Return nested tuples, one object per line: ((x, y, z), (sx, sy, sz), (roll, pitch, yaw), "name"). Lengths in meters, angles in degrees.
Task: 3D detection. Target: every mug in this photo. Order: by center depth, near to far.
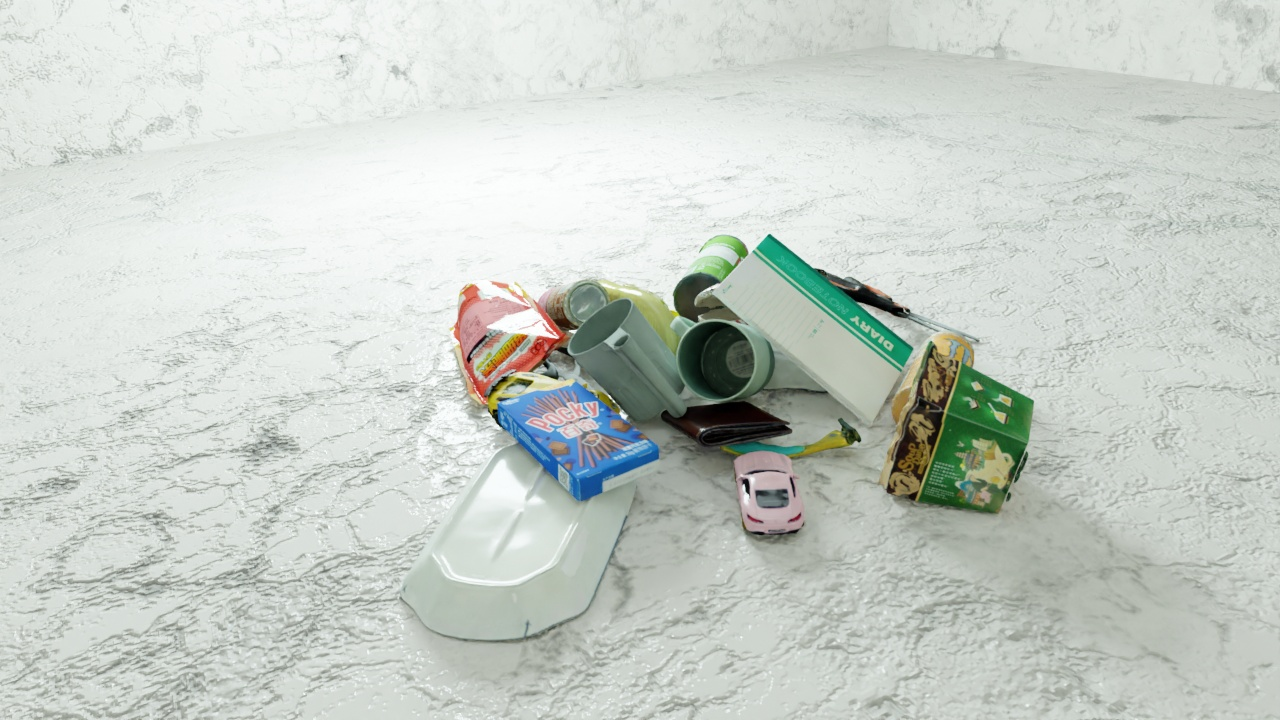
((-0.006, 0.005, 0.932), (0.083, 0.103, 0.124), (-42, 24, -4), "mug")
((0.082, -0.008, 0.962), (0.112, 0.082, 0.106), (39, 13, 16), "mug")

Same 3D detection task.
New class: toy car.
((0.112, 0.112, 0.810), (0.056, 0.037, 0.122), (-2, 25, 1), "toy car")
((-0.090, 0.047, 0.951), (0.156, 0.041, 0.071), (15, 43, 31), "toy car")

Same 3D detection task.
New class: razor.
((0.142, 0.079, 0.880), (0.132, 0.028, 0.043), (-7, 15, -5), "razor")

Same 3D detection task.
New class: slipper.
((0.002, -0.052, 1.107), (0.081, 0.092, 0.191), (-14, 24, -27), "slipper")

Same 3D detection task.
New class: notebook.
((0.189, -0.040, 0.981), (0.209, 0.012, 0.150), (40, 45, 4), "notebook")

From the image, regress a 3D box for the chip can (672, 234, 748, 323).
((0.094, -0.107, 1.187), (0.072, 0.072, 0.235), (2, 19, 12), "chip can")

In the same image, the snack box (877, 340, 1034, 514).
((0.282, 0.067, 0.811), (0.106, 0.118, 0.117), (20, 33, 17), "snack box")

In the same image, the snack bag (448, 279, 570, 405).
((-0.166, -0.029, 1.094), (0.128, 0.073, 0.208), (-35, 34, -5), "snack bag")

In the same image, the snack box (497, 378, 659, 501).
((-0.060, 0.068, 0.845), (0.084, 0.026, 0.157), (-18, 33, -29), "snack box")

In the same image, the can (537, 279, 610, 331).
((-0.084, -0.065, 1.119), (0.057, 0.058, 0.147), (-13, 5, -19), "can")

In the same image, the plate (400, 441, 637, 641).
((-0.099, 0.135, 0.789), (0.162, 0.034, 0.265), (3, 27, 14), "plate")

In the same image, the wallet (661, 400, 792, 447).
((0.083, 0.060, 0.909), (0.096, 0.020, 0.122), (-5, 9, -14), "wallet")

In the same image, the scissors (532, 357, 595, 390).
((-0.075, 0.021, 1.029), (0.172, 0.014, 0.159), (4, 43, 30), "scissors")

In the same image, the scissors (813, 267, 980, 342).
((0.306, -0.073, 1.141), (0.221, 0.022, 0.223), (19, 14, 3), "scissors")

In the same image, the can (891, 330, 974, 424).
((0.303, 0.022, 0.945), (0.058, 0.058, 0.145), (10, 29, 26), "can")

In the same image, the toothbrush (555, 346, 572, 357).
((-0.043, 0.003, 1.068), (0.213, 0.026, 0.027), (14, 64, 36), "toothbrush")

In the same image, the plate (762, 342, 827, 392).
((0.185, -0.027, 1.078), (0.205, 0.046, 0.204), (-3, 26, 2), "plate")

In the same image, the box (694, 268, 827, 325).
((0.143, -0.058, 1.053), (0.163, 0.079, 0.074), (-12, -7, -21), "box")
